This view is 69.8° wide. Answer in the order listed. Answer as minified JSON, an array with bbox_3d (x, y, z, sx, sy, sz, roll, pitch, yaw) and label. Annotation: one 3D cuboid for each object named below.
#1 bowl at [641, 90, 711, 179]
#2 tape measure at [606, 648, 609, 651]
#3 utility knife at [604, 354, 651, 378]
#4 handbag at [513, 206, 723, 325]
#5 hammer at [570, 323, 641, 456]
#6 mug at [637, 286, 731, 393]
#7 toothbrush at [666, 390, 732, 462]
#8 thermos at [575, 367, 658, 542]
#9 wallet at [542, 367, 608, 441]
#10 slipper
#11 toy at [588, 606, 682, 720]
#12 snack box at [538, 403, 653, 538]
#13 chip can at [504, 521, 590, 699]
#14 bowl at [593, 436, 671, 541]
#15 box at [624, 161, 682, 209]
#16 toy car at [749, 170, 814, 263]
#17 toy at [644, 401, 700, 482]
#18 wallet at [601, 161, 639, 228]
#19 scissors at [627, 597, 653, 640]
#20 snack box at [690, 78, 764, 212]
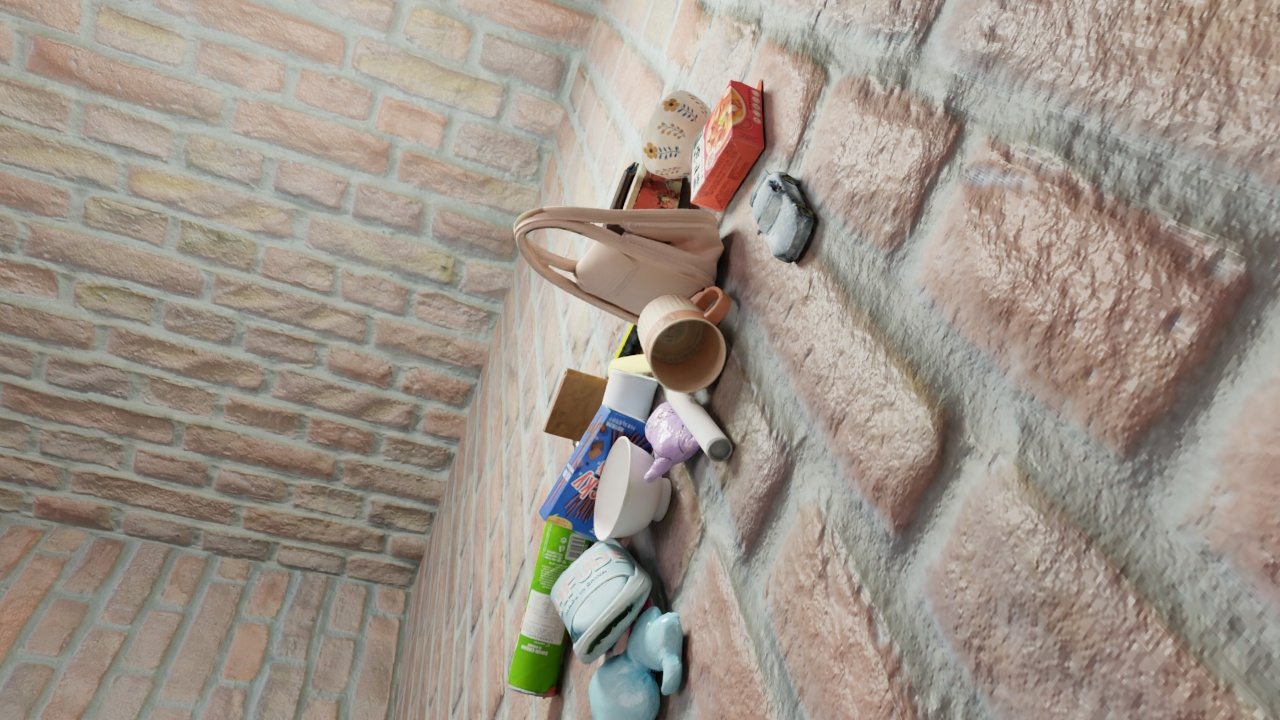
[{"bbox_3d":[0.060,-0.284,1.187,0.062,0.113,0.114,34,114,30],"label":"bowl"},{"bbox_3d":[-0.052,0.316,1.095,0.057,0.039,0.057,124,155,-50],"label":"tape measure"},{"bbox_3d":[-0.007,0.007,1.224,0.173,0.019,0.031,-11,68,65],"label":"utility knife"},{"bbox_3d":[-0.037,-0.124,1.088,0.194,0.234,0.093,140,140,-65],"label":"handbag"},{"bbox_3d":[-0.040,0.020,1.350,0.126,0.032,0.324,-91,22,-43],"label":"hammer"},{"bbox_3d":[0.052,-0.033,1.001,0.115,0.081,0.106,-50,19,10],"label":"mug"},{"bbox_3d":[0.048,0.047,0.980,0.026,0.026,0.221,-52,25,8],"label":"toothbrush"},{"bbox_3d":[-0.033,0.122,1.174,0.070,0.070,0.220,-161,85,-75],"label":"thermos"},{"bbox_3d":[-0.074,0.070,1.295,0.020,0.101,0.115,-94,23,-58],"label":"wallet"},{"bbox_3d":[-0.050,0.245,1.017,0.104,0.074,0.245,-47,9,0],"label":"slipper"},{"bbox_3d":[-0.007,0.322,0.915,0.162,0.049,0.156,-10,59,63],"label":"toy"},{"bbox_3d":[-0.048,0.135,1.102,0.157,0.084,0.026,-59,34,8],"label":"snack box"},{"bbox_3d":[-0.124,0.339,1.272,0.072,0.072,0.235,163,121,-72],"label":"chip can"},{"bbox_3d":[-0.004,0.150,1.034,0.118,0.064,0.118,-166,91,-75],"label":"bowl"},{"bbox_3d":[0.022,-0.214,1.266,0.168,0.079,0.091,-79,11,-63],"label":"box"},{"bbox_3d":[0.134,-0.141,0.882,0.120,0.036,0.054,-102,31,-53],"label":"toy car"},{"bbox_3d":[0.033,0.082,1.002,0.084,0.039,0.108,-37,27,11],"label":"toy"},{"bbox_3d":[-0.032,-0.211,1.266,0.096,0.020,0.122,-79,12,-68],"label":"wallet"},{"bbox_3d":[-0.007,0.284,1.017,0.137,0.017,0.096,-167,91,-79],"label":"scissors"},{"bbox_3d":[0.101,-0.261,1.089,0.113,0.044,0.126,123,157,-49],"label":"snack box"}]
